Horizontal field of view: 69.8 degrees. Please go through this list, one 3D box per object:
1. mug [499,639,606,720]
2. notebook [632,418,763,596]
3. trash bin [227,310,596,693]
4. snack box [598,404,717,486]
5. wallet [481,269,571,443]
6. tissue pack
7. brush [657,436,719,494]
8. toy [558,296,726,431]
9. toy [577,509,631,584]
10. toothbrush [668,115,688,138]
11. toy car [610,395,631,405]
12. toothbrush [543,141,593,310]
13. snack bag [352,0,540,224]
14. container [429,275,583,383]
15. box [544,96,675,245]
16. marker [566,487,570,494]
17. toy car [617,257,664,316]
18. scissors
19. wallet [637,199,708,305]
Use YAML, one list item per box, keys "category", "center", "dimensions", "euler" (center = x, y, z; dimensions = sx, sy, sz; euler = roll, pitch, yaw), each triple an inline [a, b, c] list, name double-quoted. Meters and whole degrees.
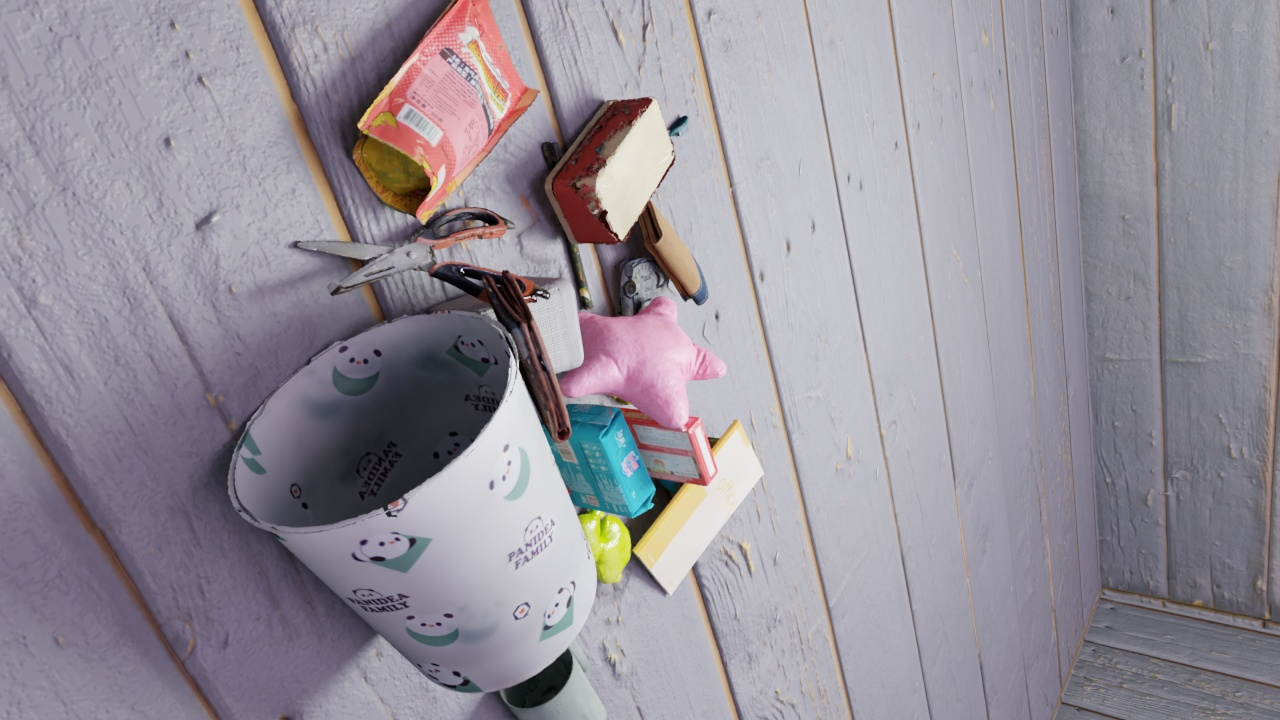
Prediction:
- category: "mug"
  center: [-0.087, 0.346, 0.982]
  dimensions: [0.123, 0.084, 0.103]
  euler: [-77, 150, -51]
- category: "notebook"
  center: [0.077, 0.186, 1.150]
  dimensions: [0.206, 0.010, 0.146]
  euler: [-49, 144, -16]
- category: "trash bin"
  center: [-0.160, 0.126, 0.750]
  dimensions: [0.228, 0.230, 0.252]
  euler: [-53, 136, -34]
- category: "snack box"
  center: [0.007, 0.091, 0.998]
  dimensions: [0.025, 0.153, 0.075]
  euler: [-45, 126, -39]
- category: "wallet"
  center: [-0.093, -0.004, 0.768]
  dimensions: [0.032, 0.101, 0.125]
  euler: [-23, 126, -8]
- category: "tissue pack"
  center: [-0.044, 0.109, 0.984]
  dimensions: [0.050, 0.093, 0.133]
  euler: [-47, 128, -39]
- category: "brush"
  center: [0.068, 0.135, 1.157]
  dimensions: [0.143, 0.055, 0.073]
  euler: [0, 93, -52]
- category: "toy"
  center: [-0.006, 0.006, 0.958]
  dimensions: [0.194, 0.178, 0.075]
  euler: [-12, 143, -31]
- category: "toy"
  center: [-0.042, 0.209, 1.049]
  dimensions: [0.100, 0.031, 0.096]
  euler: [6, 88, -51]
- category: "toothbrush"
  center: [0.010, -0.231, 1.074]
  dimensions: [0.191, 0.016, 0.018]
  euler: [-54, 143, -33]
- category: "toy car"
  center: [-0.024, 0.016, 1.047]
  dimensions: [0.105, 0.032, 0.048]
  euler: [37, 66, -45]
- category: "toothbrush"
  center: [-0.074, -0.141, 0.978]
  dimensions: [0.012, 0.017, 0.186]
  euler: [-43, 126, -52]
- category: "snack bag"
  center: [-0.168, -0.230, 0.819]
  dimensions: [0.129, 0.073, 0.207]
  euler: [60, 45, -42]
- category: "container"
  center: [-0.129, -0.024, 0.869]
  dimensions: [0.114, 0.090, 0.090]
  euler: [-22, 111, -45]
- category: "box"
  center: [-0.021, -0.204, 0.970]
  dimensions: [0.167, 0.078, 0.091]
  euler: [-61, 141, -36]
- category: "marker"
  center: [-0.115, 0.196, 0.969]
  dimensions: [0.017, 0.017, 0.145]
  euler: [54, 54, -39]
- category: "toy car"
  center: [0.000, -0.059, 1.065]
  dimensions: [0.054, 0.037, 0.121]
  euler: [-24, 115, -48]
- category: "scissors"
  center: [-0.179, -0.091, 0.804]
  dimensions: [0.226, 0.015, 0.188]
  euler: [20, 39, -15]
- category: "wallet"
  center: [0.037, -0.126, 1.079]
  dimensions: [0.115, 0.033, 0.090]
  euler: [50, 18, -42]
